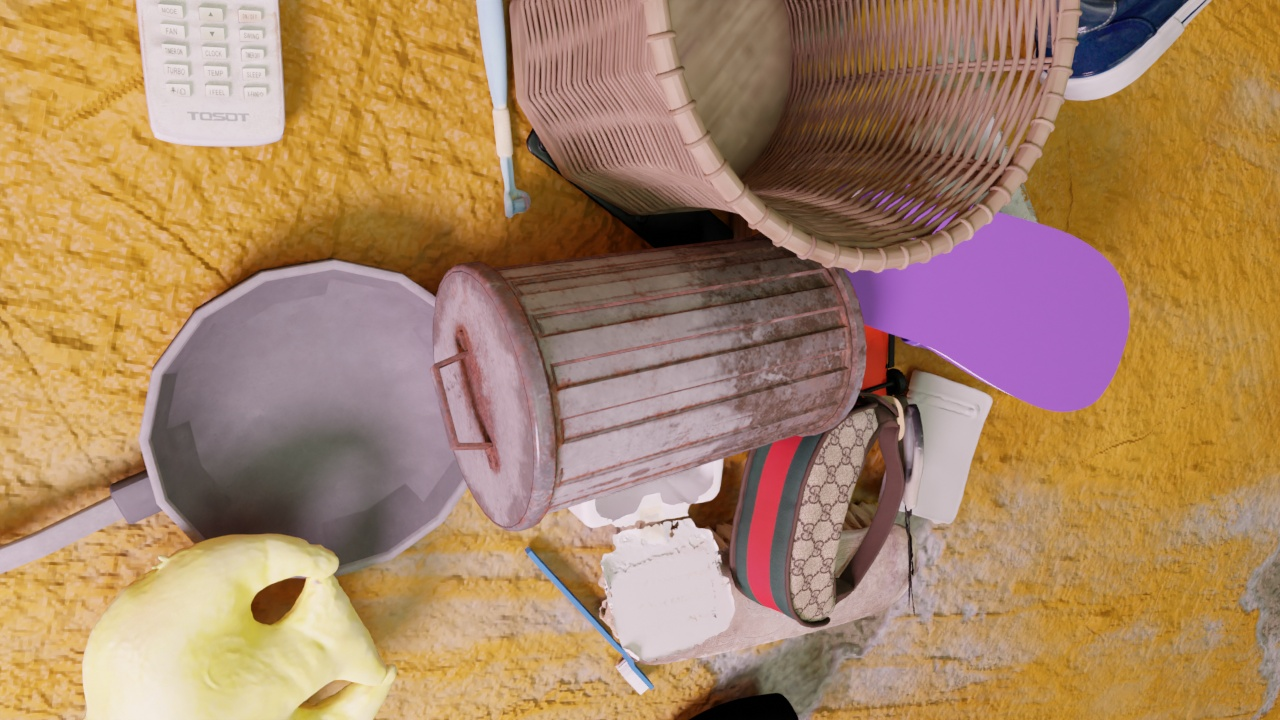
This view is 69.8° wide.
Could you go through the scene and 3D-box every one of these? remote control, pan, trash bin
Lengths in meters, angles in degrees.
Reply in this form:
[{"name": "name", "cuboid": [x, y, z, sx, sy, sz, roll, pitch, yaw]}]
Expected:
[{"name": "remote control", "cuboid": [-0.004, -0.103, 0.560, 0.152, 0.020, 0.041, 34, 89, -32]}, {"name": "remote control", "cuboid": [-0.200, -0.170, 0.423, 0.060, 0.025, 0.138, -6, 110, -27]}, {"name": "pan", "cuboid": [-0.248, 0.065, 0.469, 0.356, 0.041, 0.179, -25, 117, -20]}, {"name": "trash bin", "cuboid": [-0.003, 0.003, 0.481, 0.210, 0.131, 0.131, -12, 112, -29]}]

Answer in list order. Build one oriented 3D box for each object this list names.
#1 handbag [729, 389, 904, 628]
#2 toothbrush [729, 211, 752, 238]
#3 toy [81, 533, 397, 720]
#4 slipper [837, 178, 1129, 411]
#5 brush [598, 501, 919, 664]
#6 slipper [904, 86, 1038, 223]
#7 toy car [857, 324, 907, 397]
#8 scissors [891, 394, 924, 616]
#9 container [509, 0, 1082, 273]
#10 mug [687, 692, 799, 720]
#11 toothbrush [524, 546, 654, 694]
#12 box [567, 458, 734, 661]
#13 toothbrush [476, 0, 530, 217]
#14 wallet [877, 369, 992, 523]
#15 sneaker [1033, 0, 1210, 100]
[{"name": "handbag", "cuboid": [0.131, 0.096, 0.629, 0.138, 0.063, 0.166, 4, 98, -44]}, {"name": "toothbrush", "cuboid": [0.067, -0.062, 0.616, 0.016, 0.016, 0.167, -9, 111, -25]}, {"name": "toy", "cuboid": [-0.213, 0.167, 0.471, 0.154, 0.064, 0.171, -26, 123, -20]}, {"name": "slipper", "cuboid": [0.201, -0.049, 0.595, 0.266, 0.084, 0.107, 16, 101, -30]}, {"name": "brush", "cuboid": [0.097, 0.162, 0.685, 0.270, 0.057, 0.083, -4, 107, -29]}, {"name": "slipper", "cuboid": [0.266, -0.088, 0.685, 0.247, 0.075, 0.112, 49, 50, -34]}, {"name": "toy car", "cuboid": [0.159, -0.007, 0.666, 0.051, 0.049, 0.100, -16, 114, -24]}, {"name": "scissors", "cuboid": [0.201, 0.104, 0.693, 0.012, 0.131, 0.170, -4, 127, 5]}, {"name": "container", "cuboid": [0.056, -0.163, 0.452, 0.226, 0.196, 0.227, -5, 101, -27]}, {"name": "mug", "cuboid": [0.067, 0.319, 0.720, 0.100, 0.084, 0.119, -6, 140, -14]}, {"name": "toothbrush", "cuboid": [-0.036, 0.186, 0.645, 0.014, 0.016, 0.166, -40, 121, -8]}, {"name": "box", "cuboid": [0.002, 0.089, 0.597, 0.110, 0.083, 0.190, -9, 95, -25]}, {"name": "toothbrush", "cuboid": [-0.077, -0.156, 0.503, 0.022, 0.016, 0.155, -37, 128, -53]}, {"name": "wallet", "cuboid": [0.233, 0.070, 0.744, 0.086, 0.032, 0.116, 22, 87, -29]}, {"name": "sneaker", "cuboid": [0.375, -0.331, 0.643, 0.294, 0.121, 0.127, -47, 135, -4]}]
